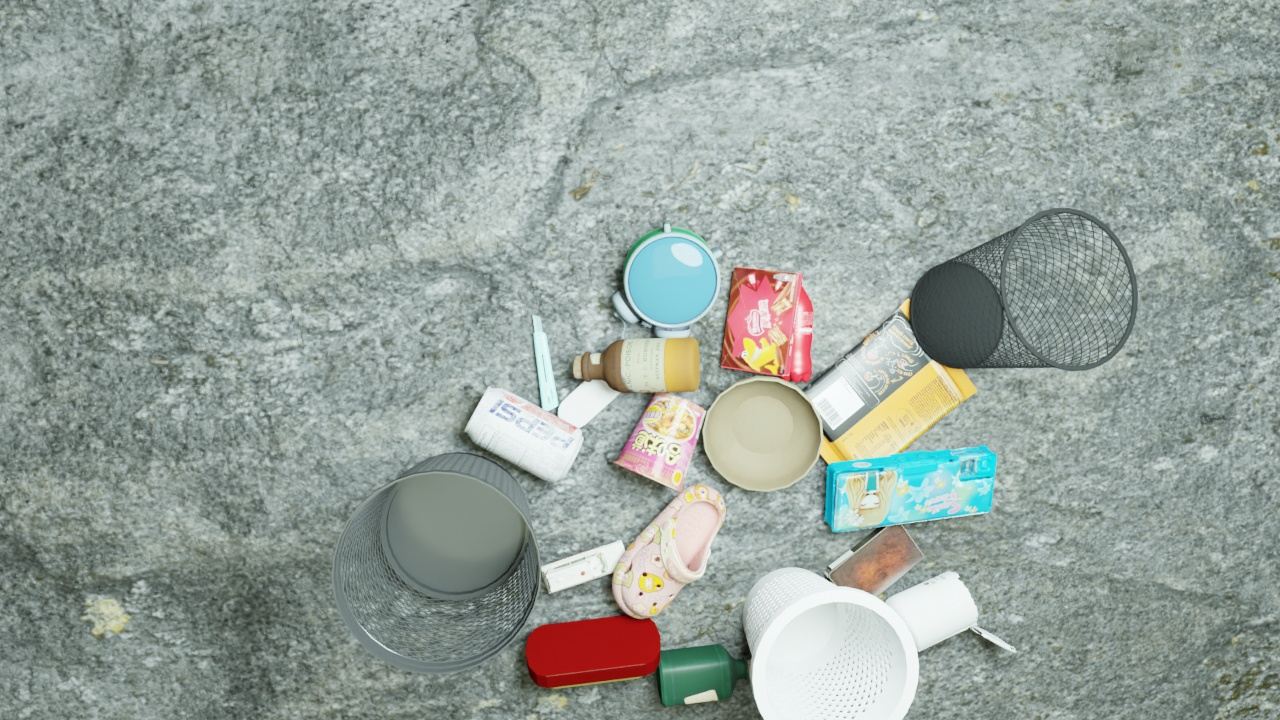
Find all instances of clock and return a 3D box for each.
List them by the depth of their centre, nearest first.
[{"bbox_3d":[0.030,-0.089,1.168,0.122,0.075,0.162,26,103,-8],"label":"clock"}]

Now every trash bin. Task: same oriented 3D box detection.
[{"bbox_3d":[-0.226,0.218,1.081,0.217,0.227,0.218,0,94,-6],"label":"trash bin"},{"bbox_3d":[0.451,-0.070,1.124,0.184,0.210,0.184,2,84,-17],"label":"trash bin"},{"bbox_3d":[0.214,0.352,1.147,0.195,0.199,0.195,0,94,-6],"label":"trash bin"}]

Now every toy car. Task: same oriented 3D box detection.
[{"bbox_3d":[-0.071,0.270,1.194,0.113,0.039,0.039,-17,96,-5],"label":"toy car"}]

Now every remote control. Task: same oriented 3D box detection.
[{"bbox_3d":[-0.052,0.036,1.194,0.136,0.013,0.043,-42,97,-2],"label":"remote control"}]

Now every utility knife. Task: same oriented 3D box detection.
[{"bbox_3d":[-0.125,0.003,1.186,0.022,0.015,0.126,-8,91,-4],"label":"utility knife"}]

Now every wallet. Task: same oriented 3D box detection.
[{"bbox_3d":[0.317,0.277,1.243,0.123,0.019,0.072,-38,96,-2],"label":"wallet"}]

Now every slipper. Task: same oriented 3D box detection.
[{"bbox_3d":[0.044,0.250,1.177,0.093,0.081,0.197,37,86,-23],"label":"slipper"}]

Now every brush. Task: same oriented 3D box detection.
[{"bbox_3d":[-0.060,0.380,1.185,0.173,0.082,0.042,-5,124,-5],"label":"brush"}]

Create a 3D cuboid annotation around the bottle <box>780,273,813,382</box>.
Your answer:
[{"bbox_3d":[0.204,-0.042,1.199,0.042,0.042,0.141,1,93,-6],"label":"bottle"}]

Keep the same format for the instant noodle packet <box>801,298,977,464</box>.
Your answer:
[{"bbox_3d":[0.320,0.050,1.222,0.220,0.032,0.160,-40,99,-2],"label":"instant noodle packet"}]

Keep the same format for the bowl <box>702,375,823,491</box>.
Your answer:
[{"bbox_3d":[0.158,0.090,1.189,0.152,0.050,0.152,2,104,7],"label":"bowl"}]

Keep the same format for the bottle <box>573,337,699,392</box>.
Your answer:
[{"bbox_3d":[-0.007,0.007,1.151,0.157,0.067,0.068,-1,94,11],"label":"bottle"}]

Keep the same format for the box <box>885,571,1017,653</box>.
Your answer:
[{"bbox_3d":[0.416,0.357,1.231,0.140,0.083,0.141,-25,90,-5],"label":"box"}]

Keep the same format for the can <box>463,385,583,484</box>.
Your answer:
[{"bbox_3d":[-0.146,0.093,1.156,0.136,0.078,0.078,29,90,-7],"label":"can"}]

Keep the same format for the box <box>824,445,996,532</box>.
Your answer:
[{"bbox_3d":[0.358,0.170,1.214,0.226,0.041,0.094,-5,112,-9],"label":"box"}]

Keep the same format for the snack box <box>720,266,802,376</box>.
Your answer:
[{"bbox_3d":[0.156,-0.050,1.185,0.089,0.021,0.133,8,93,25],"label":"snack box"}]

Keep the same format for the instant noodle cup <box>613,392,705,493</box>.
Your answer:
[{"bbox_3d":[0.031,0.101,1.172,0.097,0.098,0.108,25,82,-7],"label":"instant noodle cup"}]

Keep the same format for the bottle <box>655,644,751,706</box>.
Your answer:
[{"bbox_3d":[0.088,0.411,1.208,0.131,0.061,0.061,-5,96,-5],"label":"bottle"}]
